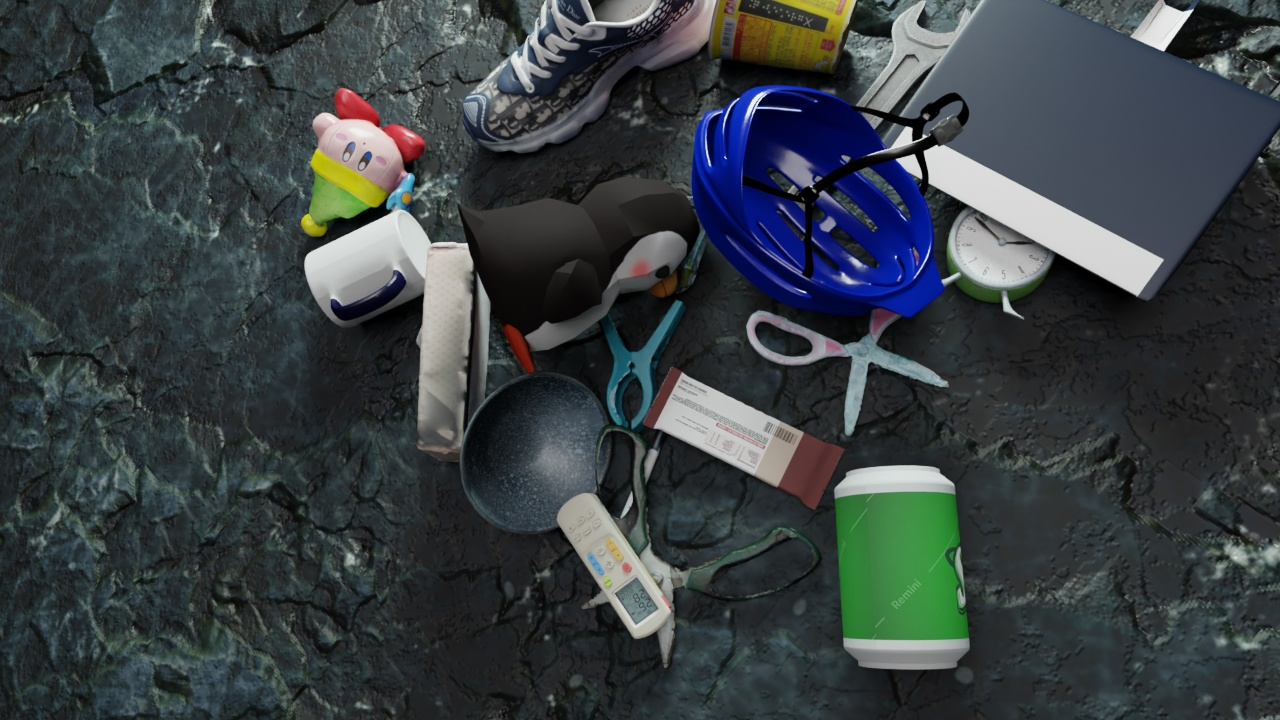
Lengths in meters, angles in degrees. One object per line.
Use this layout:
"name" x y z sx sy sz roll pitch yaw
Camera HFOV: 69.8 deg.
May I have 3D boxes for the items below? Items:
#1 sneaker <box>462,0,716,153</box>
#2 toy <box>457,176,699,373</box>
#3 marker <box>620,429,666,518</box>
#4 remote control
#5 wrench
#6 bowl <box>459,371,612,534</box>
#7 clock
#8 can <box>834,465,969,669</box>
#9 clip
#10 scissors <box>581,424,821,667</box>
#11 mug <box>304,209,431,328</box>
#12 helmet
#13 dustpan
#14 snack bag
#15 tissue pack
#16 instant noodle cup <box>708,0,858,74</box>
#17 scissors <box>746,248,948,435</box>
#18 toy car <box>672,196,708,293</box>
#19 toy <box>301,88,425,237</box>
"sneaker" -0.058 -0.294 0.829 0.269 0.132 0.103 -30 73 8
"toy" -0.044 -0.096 0.753 0.184 0.159 0.140 -26 108 -7
"marker" -0.005 0.115 0.778 0.011 0.011 0.152 20 82 18
"remote control" -0.022 0.165 0.744 0.038 0.018 0.125 -38 76 10
"wrench" 0.192 -0.206 0.805 0.070 0.010 0.273 38 89 20
"bowl" -0.097 0.073 0.778 0.057 0.137 0.137 15 78 58
"clock" 0.290 -0.096 0.735 0.094 0.042 0.119 28 85 18
"can" 0.191 0.152 0.676 0.088 0.088 0.139 -4 75 14
"clip" 0.002 0.005 0.797 0.097 0.026 0.116 0 76 18
"scissors" 0.042 0.143 0.748 0.206 0.015 0.201 -9 82 9
"mug" -0.246 -0.076 0.843 0.097 0.079 0.111 -23 33 8
"helmet" 0.139 -0.141 0.681 0.147 0.228 0.241 -35 76 -21
"dustpan" 0.367 -0.207 0.732 0.236 0.080 0.273 36 92 22
"snack bag" 0.084 0.063 0.760 0.158 0.013 0.057 25 82 12
"tissue pack" -0.171 -0.003 0.809 0.071 0.104 0.181 -2 78 -1
"instant noodle cup" 0.127 -0.300 0.809 0.112 0.100 0.100 19 82 8
"scissors" 0.172 -0.023 0.765 0.177 0.013 0.170 10 81 16
"toy car" 0.039 -0.100 0.809 0.039 0.027 0.090 21 92 28
"toy" -0.277 -0.177 0.902 0.124 0.097 0.131 33 76 -19
